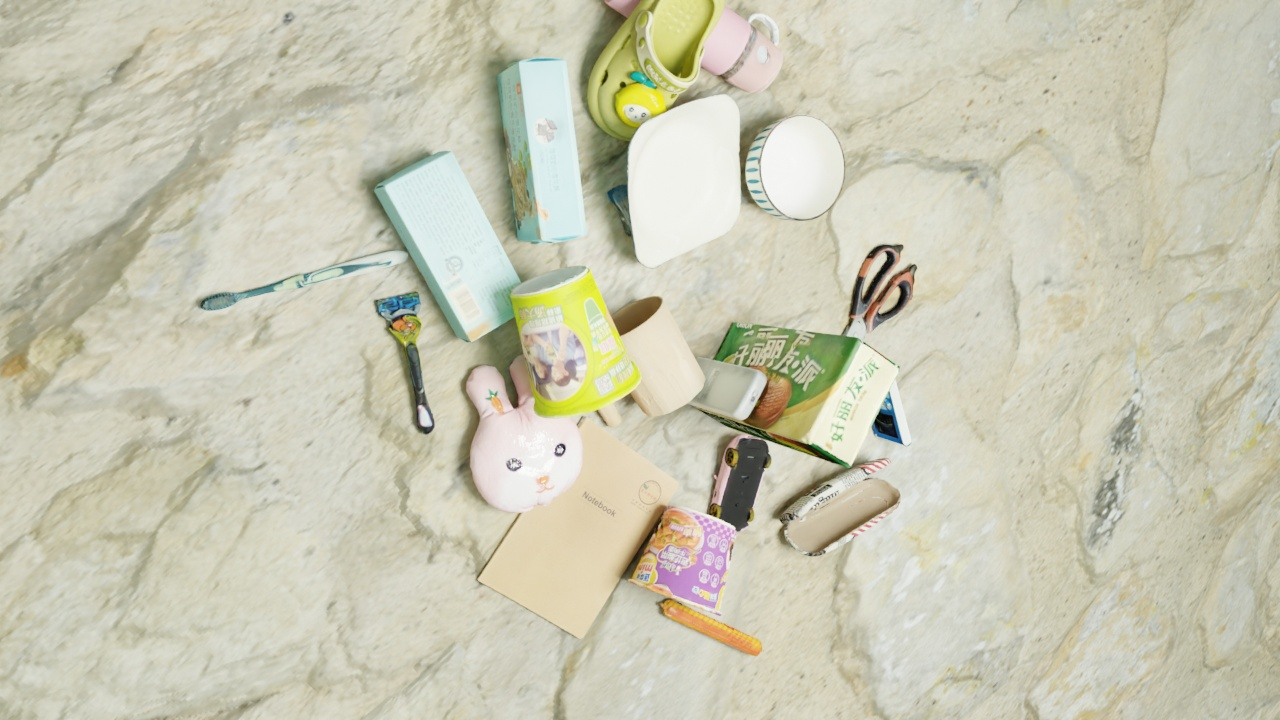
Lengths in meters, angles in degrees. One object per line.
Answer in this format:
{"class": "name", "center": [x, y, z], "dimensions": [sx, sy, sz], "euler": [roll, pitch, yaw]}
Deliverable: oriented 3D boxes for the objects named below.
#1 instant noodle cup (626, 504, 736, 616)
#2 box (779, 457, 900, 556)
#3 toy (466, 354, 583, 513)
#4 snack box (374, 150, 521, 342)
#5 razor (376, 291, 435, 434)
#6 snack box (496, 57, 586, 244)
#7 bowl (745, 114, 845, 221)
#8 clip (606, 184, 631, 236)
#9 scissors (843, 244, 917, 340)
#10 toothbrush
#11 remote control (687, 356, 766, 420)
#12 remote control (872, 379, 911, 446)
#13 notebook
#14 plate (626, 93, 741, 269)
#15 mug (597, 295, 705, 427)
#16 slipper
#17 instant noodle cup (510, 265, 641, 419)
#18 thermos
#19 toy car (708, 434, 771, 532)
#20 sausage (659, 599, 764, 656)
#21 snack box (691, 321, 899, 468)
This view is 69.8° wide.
{"class": "instant noodle cup", "center": [0.054, 0.220, 1.022], "dimensions": [0.111, 0.112, 0.099], "euler": [28, 76, -26]}
{"class": "box", "center": [0.243, 0.166, 1.121], "dimensions": [0.162, 0.076, 0.087], "euler": [-25, 126, -18]}
{"class": "toy", "center": [-0.124, 0.076, 0.948], "dimensions": [0.121, 0.054, 0.159], "euler": [-18, 96, -23]}
{"class": "snack box", "center": [-0.181, -0.109, 0.895], "dimensions": [0.074, 0.052, 0.175], "euler": [-33, 110, -20]}
{"class": "razor", "center": [-0.224, 0.006, 0.906], "dimensions": [0.042, 0.022, 0.143], "euler": [-14, 102, -22]}
{"class": "snack box", "center": [-0.099, -0.205, 0.910], "dimensions": [0.051, 0.074, 0.175], "euler": [-11, 101, -23]}
{"class": "bowl", "center": [0.166, -0.215, 1.039], "dimensions": [0.116, 0.066, 0.116], "euler": [-3, 98, -26]}
{"class": "clip", "center": [-0.014, -0.160, 0.987], "dimensions": [0.026, 0.038, 0.058], "euler": [-32, 112, -25]}
{"class": "scissors", "center": [0.284, -0.037, 1.146], "dimensions": [0.185, 0.015, 0.209], "euler": [-9, 100, -25]}
{"class": "toothbrush", "center": [-0.310, -0.076, 0.857], "dimensions": [0.191, 0.018, 0.016], "euler": [-18, 103, -22]}
{"class": "remote control", "center": [0.084, 0.029, 0.991], "dimensions": [0.020, 0.136, 0.056], "euler": [32, 81, -27]}
{"class": "remote control", "center": [0.302, 0.049, 1.137], "dimensions": [0.024, 0.049, 0.125], "euler": [-32, 117, -23]}
{"class": "notebook", "center": [-0.064, 0.186, 1.012], "dimensions": [0.148, 0.008, 0.207], "euler": [38, 80, -25]}
{"class": "plate", "center": [0.041, -0.194, 0.977], "dimensions": [0.163, 0.034, 0.164], "euler": [-28, 129, -32]}
{"class": "mug", "center": [-0.006, 0.006, 0.985], "dimensions": [0.125, 0.084, 0.103], "euler": [-29, 111, 6]}
{"class": "slipper", "center": [0.016, -0.301, 0.915], "dimensions": [0.091, 0.081, 0.191], "euler": [24, 118, -22]}
{"class": "instant noodle cup", "center": [-0.069, -0.023, 0.887], "dimensions": [0.111, 0.112, 0.123], "euler": [-24, 110, -21]}
{"class": "thermos", "center": [0.064, -0.364, 0.973], "dimensions": [0.198, 0.067, 0.087], "euler": [23, 84, -25]}
{"class": "toy car", "center": [0.114, 0.143, 1.077], "dimensions": [0.056, 0.037, 0.122], "euler": [8, 105, -23]}
{"class": "sausage", "center": [0.087, 0.319, 1.092], "dimensions": [0.165, 0.021, 0.021], "euler": [31, 83, -26]}
{"class": "snack box", "center": [0.154, 0.029, 0.967], "dimensions": [0.063, 0.240, 0.114], "euler": [31, 83, -24]}
